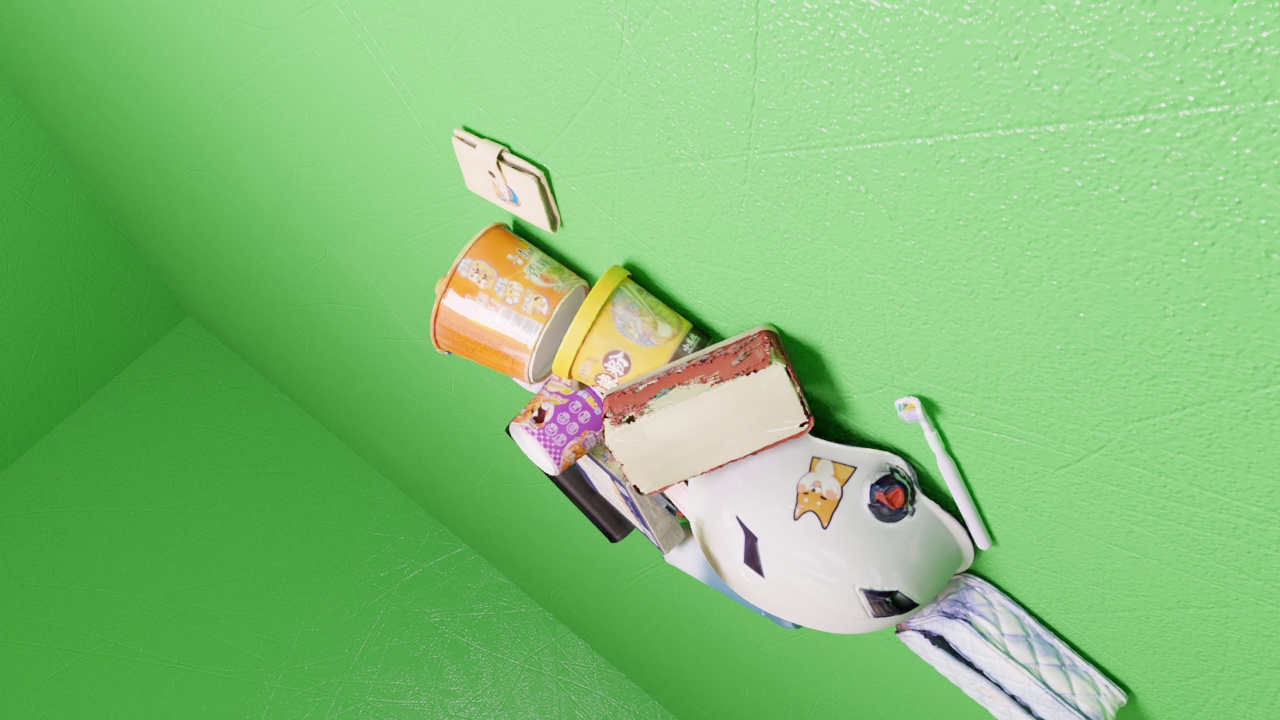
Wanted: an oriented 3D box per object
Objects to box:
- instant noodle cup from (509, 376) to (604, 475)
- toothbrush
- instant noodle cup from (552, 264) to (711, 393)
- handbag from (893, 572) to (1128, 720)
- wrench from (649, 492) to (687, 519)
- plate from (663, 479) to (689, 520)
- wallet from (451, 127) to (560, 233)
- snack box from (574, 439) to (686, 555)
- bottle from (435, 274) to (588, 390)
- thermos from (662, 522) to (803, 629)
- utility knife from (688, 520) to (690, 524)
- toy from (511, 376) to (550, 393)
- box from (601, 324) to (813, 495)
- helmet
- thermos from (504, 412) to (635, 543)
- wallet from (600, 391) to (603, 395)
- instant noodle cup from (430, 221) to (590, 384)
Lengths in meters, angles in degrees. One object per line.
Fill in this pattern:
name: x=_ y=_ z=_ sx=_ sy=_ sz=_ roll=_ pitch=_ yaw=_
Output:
instant noodle cup: x=-0.096 y=0.076 z=1.104 sx=0.111 sy=0.099 sz=0.112 roll=40 pitch=157 yaw=20
toothbrush: x=0.255 y=0.099 z=0.755 sx=0.189 sy=0.021 sz=0.029 roll=53 pitch=169 yaw=-31
instant noodle cup: x=-0.005 y=-0.011 z=0.861 sx=0.114 sy=0.118 sz=0.119 roll=32 pitch=157 yaw=4
handbag: x=0.351 y=0.296 z=0.888 sx=0.194 sy=0.075 sz=0.134 roll=39 pitch=158 yaw=9
wrench: x=0.043 y=0.177 z=1.131 sx=0.056 sy=0.016 sz=0.273 roll=49 pitch=180 yaw=19
plate: x=0.073 y=0.174 z=1.064 sx=0.229 sy=0.028 sz=0.229 roll=47 pitch=179 yaw=0
wallet: x=-0.131 y=-0.174 z=0.879 sx=0.115 sy=0.024 sz=0.087 roll=32 pitch=154 yaw=25
snack box: x=-0.032 y=0.156 z=1.240 sx=0.182 sy=0.045 sz=0.178 roll=37 pitch=161 yaw=41
bottle: x=-0.144 y=-0.041 z=1.056 sx=0.219 sy=0.065 sz=0.065 roll=30 pitch=155 yaw=19
thermos: x=0.131 y=0.292 z=1.244 sx=0.221 sy=0.070 sz=0.070 roll=22 pitch=151 yaw=39
utility knife: x=0.125 y=0.237 z=1.215 sx=0.181 sy=0.015 sz=0.033 roll=12 pitch=146 yaw=50
toy: x=-0.166 y=-0.022 z=1.176 sx=0.159 sy=0.054 sz=0.121 roll=45 pitch=158 yaw=13
box: x=0.055 y=0.047 z=0.779 sx=0.075 sy=0.168 sz=0.091 roll=-95 pitch=-21 yaw=-58
helmet: x=0.153 y=0.165 z=0.861 sx=0.274 sy=0.156 sz=0.230 roll=37 pitch=157 yaw=10
thermos: x=-0.102 y=0.176 z=1.383 sx=0.242 sy=0.068 sz=0.090 roll=46 pitch=-168 yaw=-13
wallet: x=-0.032 y=0.051 z=1.116 sx=0.108 sy=0.031 sz=0.132 roll=39 pitch=159 yaw=9
instant noodle cup: x=-0.128 y=-0.051 z=0.948 sx=0.111 sy=0.151 sz=0.152 roll=28 pitch=155 yaw=11
